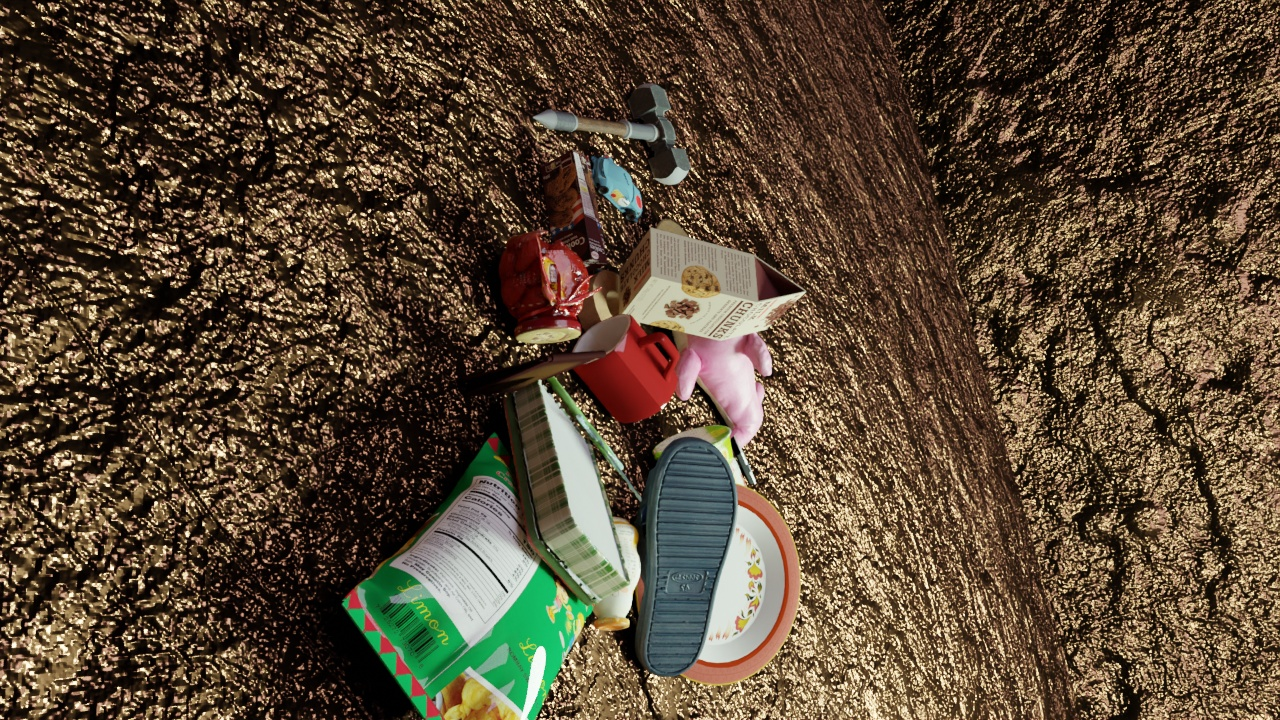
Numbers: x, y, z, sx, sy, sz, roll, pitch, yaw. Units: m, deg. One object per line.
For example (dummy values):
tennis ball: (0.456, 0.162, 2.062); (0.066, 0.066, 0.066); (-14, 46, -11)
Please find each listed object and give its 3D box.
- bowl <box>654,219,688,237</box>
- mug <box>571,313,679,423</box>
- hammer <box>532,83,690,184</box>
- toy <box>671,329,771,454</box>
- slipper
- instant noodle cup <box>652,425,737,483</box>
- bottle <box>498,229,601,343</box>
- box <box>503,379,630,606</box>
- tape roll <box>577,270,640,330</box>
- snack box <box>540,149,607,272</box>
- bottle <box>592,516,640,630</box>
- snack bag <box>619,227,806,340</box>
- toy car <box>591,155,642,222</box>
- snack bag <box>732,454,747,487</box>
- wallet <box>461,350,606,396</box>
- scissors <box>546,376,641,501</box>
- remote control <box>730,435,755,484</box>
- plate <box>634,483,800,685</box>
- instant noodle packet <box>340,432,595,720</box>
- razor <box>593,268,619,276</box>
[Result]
bowl: (0.043, -0.139, 1.287); (0.118, 0.030, 0.117); (34, 46, -45)
mug: (-0.006, 0.006, 1.041); (0.096, 0.117, 0.080); (52, 41, -27)
hammer: (-0.044, -0.318, 1.250); (0.321, 0.043, 0.156); (-15, 85, -57)
toy: (0.124, -0.001, 1.244); (0.186, 0.128, 0.266); (-54, 128, -45)
slipper: (0.038, 0.205, 0.990); (0.101, 0.082, 0.264); (4, 100, -19)
instant noodle cup: (0.078, 0.146, 1.125); (0.098, 0.099, 0.108); (-35, 110, -58)
bottle: (-0.098, -0.080, 0.963); (0.098, 0.099, 0.111); (11, 70, -55)
box: (-0.073, 0.117, 0.851); (0.118, 0.050, 0.205); (54, 8, -39)
tape roll: (-0.039, -0.061, 1.115); (0.094, 0.027, 0.093); (34, 46, -45)
snack box: (-0.080, -0.174, 1.092); (0.031, 0.051, 0.140); (13, 62, -54)
bottle: (-0.031, 0.217, 0.932); (0.063, 0.063, 0.108); (30, 49, -47)
snack bag: (0.088, -0.083, 1.115); (0.206, 0.095, 0.069); (12, 58, -20)
toy car: (-0.024, -0.234, 1.237); (0.107, 0.028, 0.060); (39, 43, -41)
snack bag: (0.138, 0.235, 1.214); (0.077, 0.041, 0.225); (-31, 101, -58)
wallet: (-0.104, 0.009, 0.886); (0.091, 0.116, 0.018); (-4, 78, -58)
scissors: (-0.047, 0.081, 0.970); (0.171, 0.021, 0.172); (54, -8, 20)
remote control: (0.140, 0.138, 1.256); (0.124, 0.012, 0.028); (60, 7, -59)
plate: (0.090, 0.256, 1.067); (0.229, 0.021, 0.229); (5, 80, -29)
instant noodle packet: (-0.125, 0.200, 0.767); (0.195, 0.090, 0.252); (60, 27, -13)
razor: (-0.022, -0.104, 1.174); (0.105, 0.026, 0.042); (11, 66, -51)
